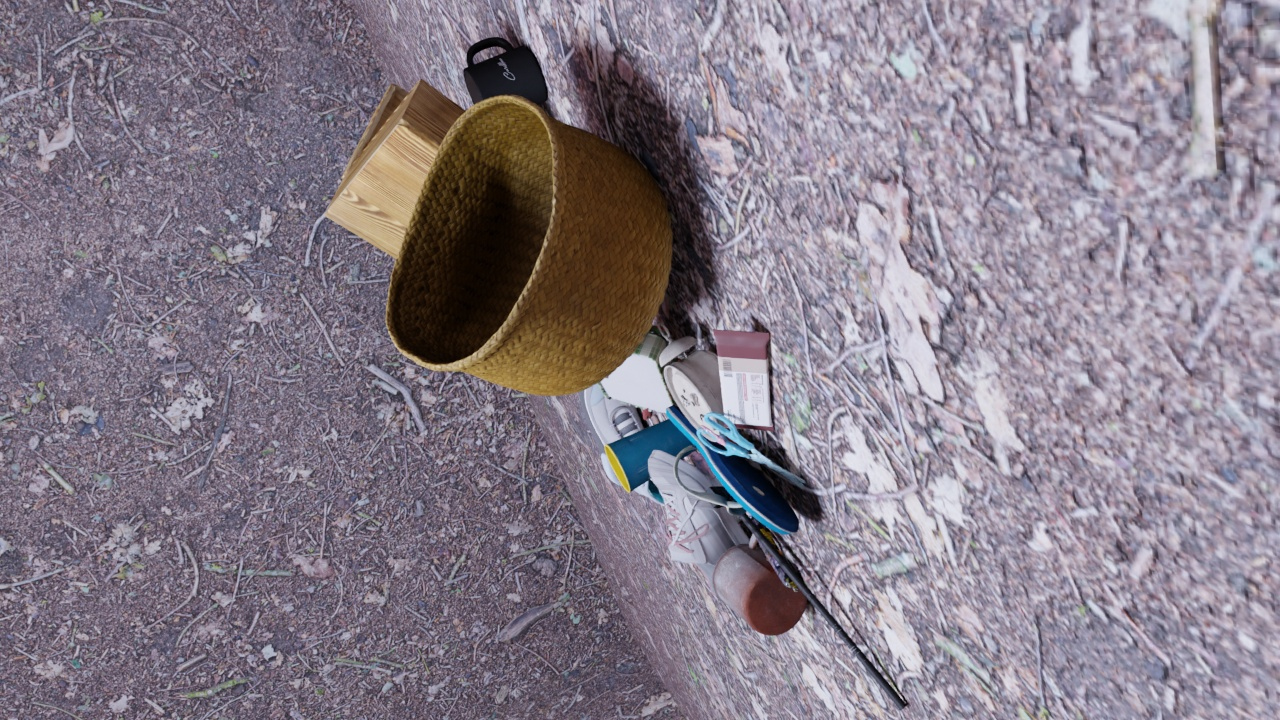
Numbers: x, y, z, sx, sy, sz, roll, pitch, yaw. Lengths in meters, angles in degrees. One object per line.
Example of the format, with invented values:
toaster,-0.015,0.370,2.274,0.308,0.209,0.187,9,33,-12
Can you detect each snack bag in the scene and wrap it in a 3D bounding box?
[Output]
snack bag,0.109,0.023,0.950,0.158,0.057,0.013,77,-157,-48

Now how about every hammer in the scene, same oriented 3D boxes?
hammer,0.198,0.271,1.084,0.325,0.015,0.094,50,-159,28

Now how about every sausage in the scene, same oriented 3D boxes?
sausage,0.162,0.233,1.160,0.155,0.020,0.020,-119,10,-49

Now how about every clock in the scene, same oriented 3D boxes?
clock,0.069,0.018,1.061,0.157,0.061,0.103,56,165,2

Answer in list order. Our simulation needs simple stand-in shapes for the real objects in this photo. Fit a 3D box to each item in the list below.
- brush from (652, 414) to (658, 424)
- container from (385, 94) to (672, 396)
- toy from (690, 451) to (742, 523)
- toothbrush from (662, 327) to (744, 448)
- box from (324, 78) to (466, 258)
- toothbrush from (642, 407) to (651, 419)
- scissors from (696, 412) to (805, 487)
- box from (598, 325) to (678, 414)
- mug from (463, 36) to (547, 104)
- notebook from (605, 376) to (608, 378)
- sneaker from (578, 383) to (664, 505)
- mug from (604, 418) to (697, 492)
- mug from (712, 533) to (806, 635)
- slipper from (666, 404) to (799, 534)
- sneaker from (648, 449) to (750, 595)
brush,0.052,0.147,1.492,0.050,0.015,0.135,101,147,-68
container,-0.111,-0.110,0.986,0.196,0.307,0.307,18,-158,-39
toy,0.101,0.174,1.279,0.079,0.038,0.123,29,153,55
toothbrush,0.078,0.032,1.164,0.012,0.018,0.212,82,161,-55
box,-0.265,-0.290,1.376,0.279,0.287,0.335,32,-136,-27
toothbrush,0.007,0.045,1.457,0.190,0.016,0.016,86,159,-60
scissors,0.123,0.096,0.996,0.141,0.015,0.076,22,144,19
box,-0.007,0.007,1.185,0.118,0.050,0.205,14,160,18
mug,-0.189,-0.384,1.233,0.113,0.088,0.078,61,167,13
notebook,-0.074,-0.086,1.103,0.172,0.022,0.209,4,80,51
sneaker,-0.014,0.131,1.578,0.160,0.093,0.257,30,144,54
mug,0.018,0.131,1.340,0.078,0.121,0.078,58,166,23
mug,0.157,0.282,1.196,0.110,0.096,0.123,-161,76,-65
slipper,0.097,0.140,1.092,0.118,0.060,0.295,29,-171,-28
sneaker,0.069,0.231,1.261,0.236,0.089,0.099,54,153,-17
